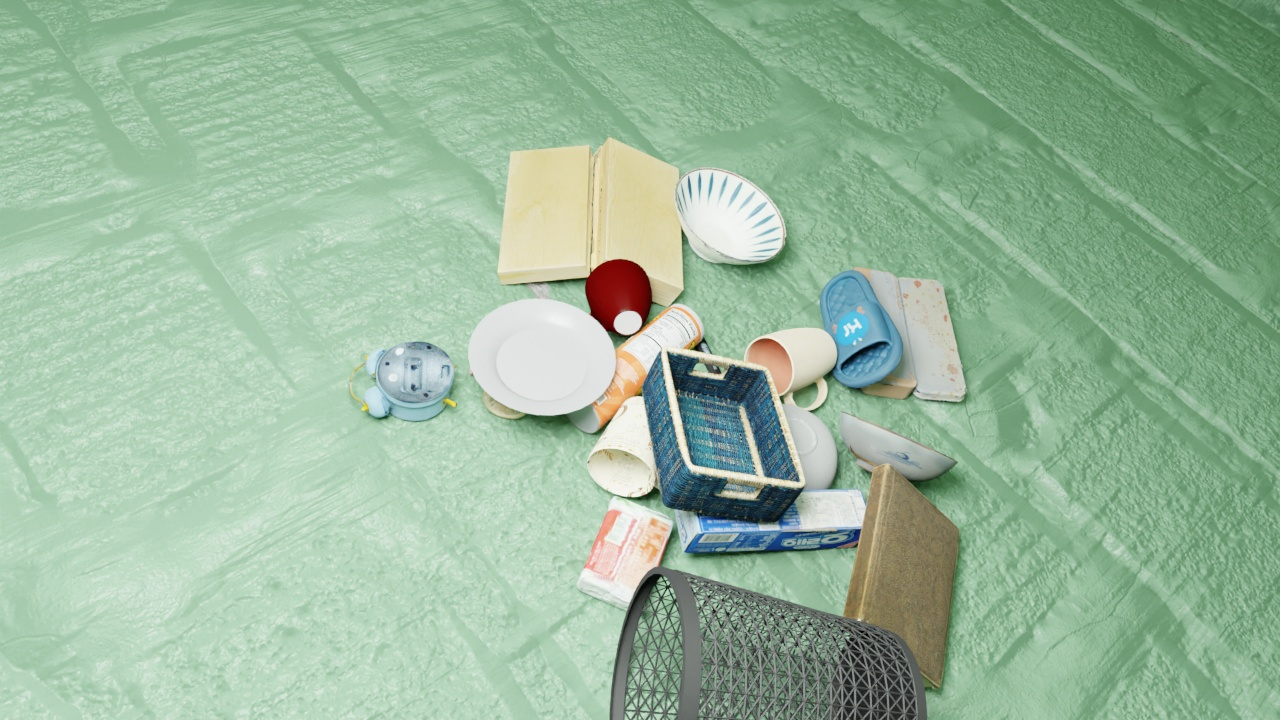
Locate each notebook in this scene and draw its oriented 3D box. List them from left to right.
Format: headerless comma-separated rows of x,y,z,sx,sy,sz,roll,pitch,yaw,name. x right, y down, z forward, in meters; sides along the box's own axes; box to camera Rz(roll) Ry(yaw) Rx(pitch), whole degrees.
0.283,0.226,1.029,0.190,0.035,0.214,42,48,-20,notebook

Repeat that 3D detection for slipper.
0.286,-0.047,1.250,0.059,0.104,0.213,34,31,-33,slipper

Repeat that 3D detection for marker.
0.081,-0.023,1.232,0.018,0.015,0.123,-12,59,-23,marker

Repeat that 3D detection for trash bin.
0.118,0.322,0.867,0.243,0.218,0.216,12,51,-14,trash bin

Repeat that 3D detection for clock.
-0.279,0.026,1.080,0.124,0.052,0.088,1,55,-13,clock

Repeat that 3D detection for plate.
-0.116,-0.002,1.087,0.172,0.019,0.172,6,52,-8,plate

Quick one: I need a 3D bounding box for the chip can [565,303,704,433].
-0.007,0.007,1.156,0.062,0.062,0.209,39,54,16,chip can

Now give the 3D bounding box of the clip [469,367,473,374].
-0.200,-0.004,1.144,0.035,0.022,0.057,7,47,-6,clip

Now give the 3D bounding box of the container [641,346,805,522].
0.087,0.082,1.024,0.145,0.071,0.187,11,41,-20,container

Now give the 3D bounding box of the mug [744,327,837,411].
0.207,0.012,1.204,0.104,0.085,0.111,-17,87,-38,mug

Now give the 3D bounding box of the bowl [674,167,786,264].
0.116,-0.191,1.326,0.177,0.071,0.177,14,52,-18,bowl

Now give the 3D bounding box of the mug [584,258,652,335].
-0.034,-0.064,1.185,0.087,0.114,0.088,43,18,-33,mug

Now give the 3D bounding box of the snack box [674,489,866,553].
0.153,0.183,1.052,0.226,0.059,0.059,2,53,-20,snack box

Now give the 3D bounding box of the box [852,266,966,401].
0.374,-0.037,1.307,0.148,0.043,0.215,11,51,-11,box

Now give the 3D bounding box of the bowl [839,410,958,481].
0.308,0.116,1.133,0.151,0.150,0.057,23,92,3,bowl

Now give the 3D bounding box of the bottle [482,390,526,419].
-0.146,-0.006,1.135,0.056,0.057,0.161,16,51,-2,bottle

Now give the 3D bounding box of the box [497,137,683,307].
-0.066,-0.204,1.298,0.261,0.097,0.246,3,52,-5,box

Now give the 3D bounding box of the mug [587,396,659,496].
0.008,0.107,1.072,0.122,0.081,0.097,36,44,-11,mug

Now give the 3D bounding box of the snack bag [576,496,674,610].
-0.016,0.214,1.014,0.077,0.036,0.115,22,51,2,snack bag

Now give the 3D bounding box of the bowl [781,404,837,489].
0.181,0.109,1.125,0.131,0.065,0.131,7,52,-9,bowl
